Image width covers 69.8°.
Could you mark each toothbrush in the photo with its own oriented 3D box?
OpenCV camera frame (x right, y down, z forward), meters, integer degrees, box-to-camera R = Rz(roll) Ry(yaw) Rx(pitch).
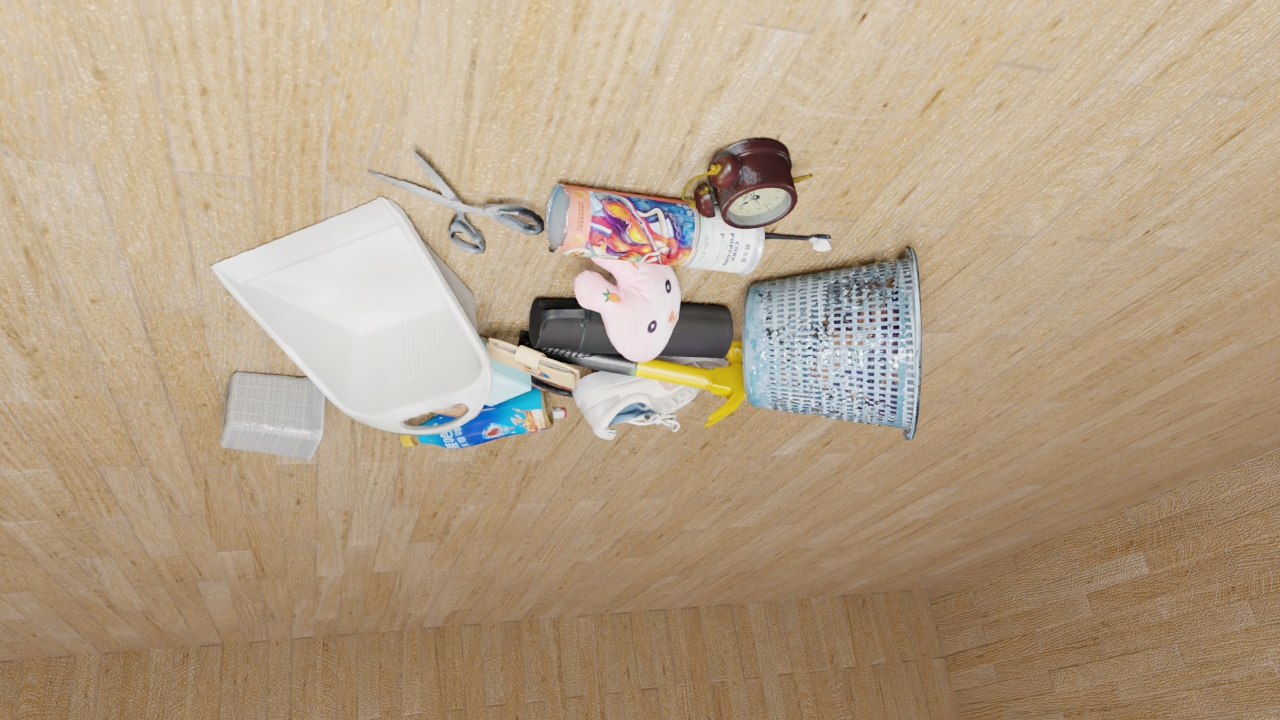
[{"bbox_3d":[0.132,-0.135,1.016,0.181,0.018,0.016,2,158,-18],"label":"toothbrush"}]

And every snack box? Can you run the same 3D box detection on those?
[{"bbox_3d":[-0.221,0.005,1.162,0.074,0.051,0.174,-21,152,29],"label":"snack box"}]

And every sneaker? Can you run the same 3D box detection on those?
[{"bbox_3d":[0.030,0.046,1.226,0.241,0.090,0.090,-14,157,-33],"label":"sneaker"}]

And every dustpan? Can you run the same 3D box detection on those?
[{"bbox_3d":[-0.281,-0.022,0.985,0.223,0.142,0.257,-17,155,18],"label":"dustpan"}]

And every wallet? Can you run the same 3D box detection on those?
[{"bbox_3d":[-0.129,0.003,1.105,0.115,0.024,0.087,22,165,2],"label":"wallet"}]

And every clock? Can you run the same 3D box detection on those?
[{"bbox_3d":[0.097,-0.169,0.884,0.121,0.055,0.082,-3,155,-19],"label":"clock"}]

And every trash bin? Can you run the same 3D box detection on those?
[{"bbox_3d":[0.224,-0.020,1.093,0.195,0.226,0.227,0,157,11],"label":"trash bin"}]

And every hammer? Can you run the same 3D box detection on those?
[{"bbox_3d":[-0.007,0.007,1.163,0.300,0.128,0.033,11,143,-5],"label":"hammer"}]

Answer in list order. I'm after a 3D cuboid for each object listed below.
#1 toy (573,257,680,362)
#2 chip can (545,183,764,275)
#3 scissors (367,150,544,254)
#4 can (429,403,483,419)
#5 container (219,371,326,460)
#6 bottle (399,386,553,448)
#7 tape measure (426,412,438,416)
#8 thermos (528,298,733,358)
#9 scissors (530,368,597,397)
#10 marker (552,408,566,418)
[{"bbox_3d":[-0.011,-0.069,1.010,0.054,0.121,0.159,7,161,42],"label":"toy"},{"bbox_3d":[0.015,-0.131,0.924,0.214,0.071,0.071,4,153,-23],"label":"chip can"},{"bbox_3d":[-0.172,-0.147,0.881,0.159,0.014,0.181,3,158,-3],"label":"scissors"},{"bbox_3d":[-0.267,0.041,1.217,0.059,0.058,0.116,-28,149,36],"label":"can"},{"bbox_3d":[-0.474,0.070,1.183,0.114,0.090,0.090,10,149,-27],"label":"container"},{"bbox_3d":[-0.236,0.088,1.315,0.219,0.065,0.065,-11,155,5],"label":"bottle"},{"bbox_3d":[-0.298,0.059,1.281,0.060,0.028,0.057,-23,152,30],"label":"tape measure"},{"bbox_3d":[-0.007,-0.039,1.104,0.242,0.068,0.090,1,174,-21],"label":"thermos"},{"bbox_3d":[-0.073,0.042,1.291,0.189,0.015,0.228,5,149,-7],"label":"scissors"},{"bbox_3d":[-0.183,0.080,1.377,0.145,0.017,0.017,0,154,-17],"label":"marker"}]
